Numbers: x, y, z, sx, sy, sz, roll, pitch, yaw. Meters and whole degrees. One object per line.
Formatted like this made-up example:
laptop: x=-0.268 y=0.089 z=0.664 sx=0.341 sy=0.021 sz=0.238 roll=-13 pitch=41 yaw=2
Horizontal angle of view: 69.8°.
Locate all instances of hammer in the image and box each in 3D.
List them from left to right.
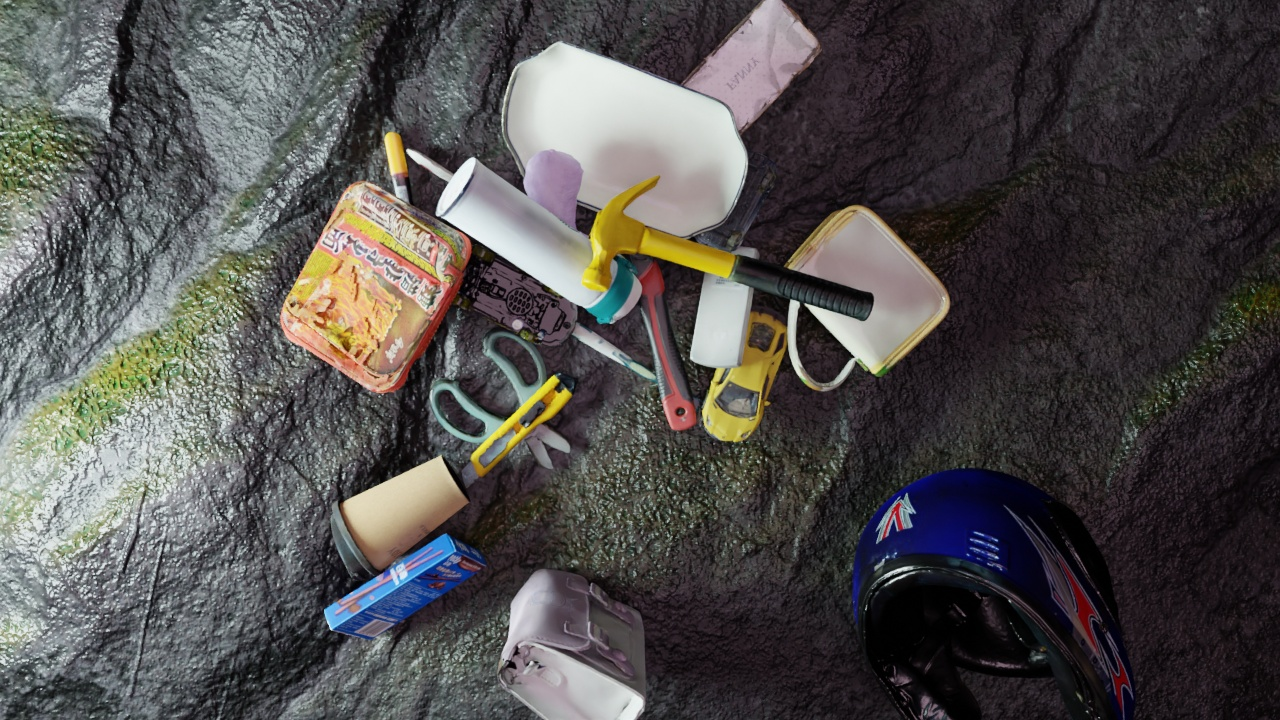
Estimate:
hammer: x=0.095 y=-0.097 z=0.938 sx=0.300 sy=0.033 sz=0.128 roll=16 pitch=82 yaw=-7

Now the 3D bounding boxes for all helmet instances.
helmet: x=0.369 y=0.260 z=0.946 sx=0.248 sy=0.239 sz=0.315 roll=-37 pitch=88 yaw=39

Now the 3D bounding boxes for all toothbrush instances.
toothbrush: x=-0.176 y=-0.174 z=1.000 sx=0.187 sy=0.016 sz=0.017 roll=33 pitch=102 yaw=-5
toothbrush: x=-0.006 y=0.006 z=1.025 sx=0.191 sy=0.018 sz=0.016 roll=32 pitch=93 yaw=-3

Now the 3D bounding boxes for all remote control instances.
remote control: x=0.092 y=-0.059 z=0.997 sx=0.056 sy=0.019 sz=0.135 roll=6 pitch=79 yaw=21

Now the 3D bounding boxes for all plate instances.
plate: x=-0.015 y=-0.230 z=0.959 sx=0.266 sy=0.034 sz=0.162 roll=21 pitch=124 yaw=5

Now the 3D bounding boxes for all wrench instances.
wrench: x=0.020 y=-0.058 z=1.009 sx=0.056 sy=0.016 sz=0.273 roll=-10 pitch=90 yaw=1

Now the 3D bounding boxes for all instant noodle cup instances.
instant noodle cup: x=-0.267 y=-0.072 z=0.956 sx=0.164 sy=0.079 sz=0.189 roll=31 pitch=93 yaw=16

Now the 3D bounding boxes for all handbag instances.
handbag: x=-0.069 y=0.300 z=0.955 sx=0.145 sy=0.197 sz=0.098 roll=29 pitch=95 yaw=-5
handbag: x=0.222 y=-0.058 z=1.002 sx=0.178 sy=0.063 sz=0.163 roll=-45 pitch=96 yaw=-2

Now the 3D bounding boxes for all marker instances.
marker: x=-0.258 y=-0.185 z=0.996 sx=0.018 sy=0.015 sz=0.124 roll=-9 pitch=98 yaw=-1

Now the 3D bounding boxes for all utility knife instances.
utility knife: x=-0.134 y=0.076 z=1.005 sx=0.173 sy=0.015 sz=0.033 roll=-44 pitch=94 yaw=2

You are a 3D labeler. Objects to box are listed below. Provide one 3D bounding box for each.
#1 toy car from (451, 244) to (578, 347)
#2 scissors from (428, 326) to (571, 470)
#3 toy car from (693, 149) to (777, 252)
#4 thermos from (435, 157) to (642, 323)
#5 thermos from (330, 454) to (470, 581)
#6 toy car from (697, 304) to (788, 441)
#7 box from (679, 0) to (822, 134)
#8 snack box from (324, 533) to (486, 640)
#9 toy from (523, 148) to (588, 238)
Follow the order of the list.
toy car: x=-0.142 y=-0.069 z=0.996 sx=0.158 sy=0.042 sz=0.070 roll=28 pitch=93 yaw=0
scissors: x=-0.137 y=0.039 z=1.018 sx=0.177 sy=0.019 sz=0.169 roll=27 pitch=92 yaw=-3
toy car: x=0.104 y=-0.171 z=0.997 sx=0.054 sy=0.037 sz=0.120 roll=29 pitch=88 yaw=19
thermos: x=-0.095 y=-0.118 z=0.940 sx=0.224 sy=0.073 sz=0.073 roll=33 pitch=93 yaw=-27
thermos: x=-0.261 y=0.166 z=0.992 sx=0.143 sy=0.093 sz=0.093 roll=-31 pitch=96 yaw=-8
toy car: x=0.116 y=0.016 z=1.010 sx=0.071 sy=0.041 sz=0.155 roll=22 pitch=85 yaw=-4
box: x=0.111 y=-0.305 z=0.981 sx=0.184 sy=0.062 sz=0.090 roll=-44 pitch=97 yaw=0
snack box: x=-0.253 y=0.248 z=0.998 sx=0.157 sy=0.084 sz=0.026 roll=-32 pitch=62 yaw=0
toy: x=-0.091 y=-0.170 z=0.971 sx=0.084 sy=0.039 sz=0.108 roll=0 pitch=115 yaw=-10
